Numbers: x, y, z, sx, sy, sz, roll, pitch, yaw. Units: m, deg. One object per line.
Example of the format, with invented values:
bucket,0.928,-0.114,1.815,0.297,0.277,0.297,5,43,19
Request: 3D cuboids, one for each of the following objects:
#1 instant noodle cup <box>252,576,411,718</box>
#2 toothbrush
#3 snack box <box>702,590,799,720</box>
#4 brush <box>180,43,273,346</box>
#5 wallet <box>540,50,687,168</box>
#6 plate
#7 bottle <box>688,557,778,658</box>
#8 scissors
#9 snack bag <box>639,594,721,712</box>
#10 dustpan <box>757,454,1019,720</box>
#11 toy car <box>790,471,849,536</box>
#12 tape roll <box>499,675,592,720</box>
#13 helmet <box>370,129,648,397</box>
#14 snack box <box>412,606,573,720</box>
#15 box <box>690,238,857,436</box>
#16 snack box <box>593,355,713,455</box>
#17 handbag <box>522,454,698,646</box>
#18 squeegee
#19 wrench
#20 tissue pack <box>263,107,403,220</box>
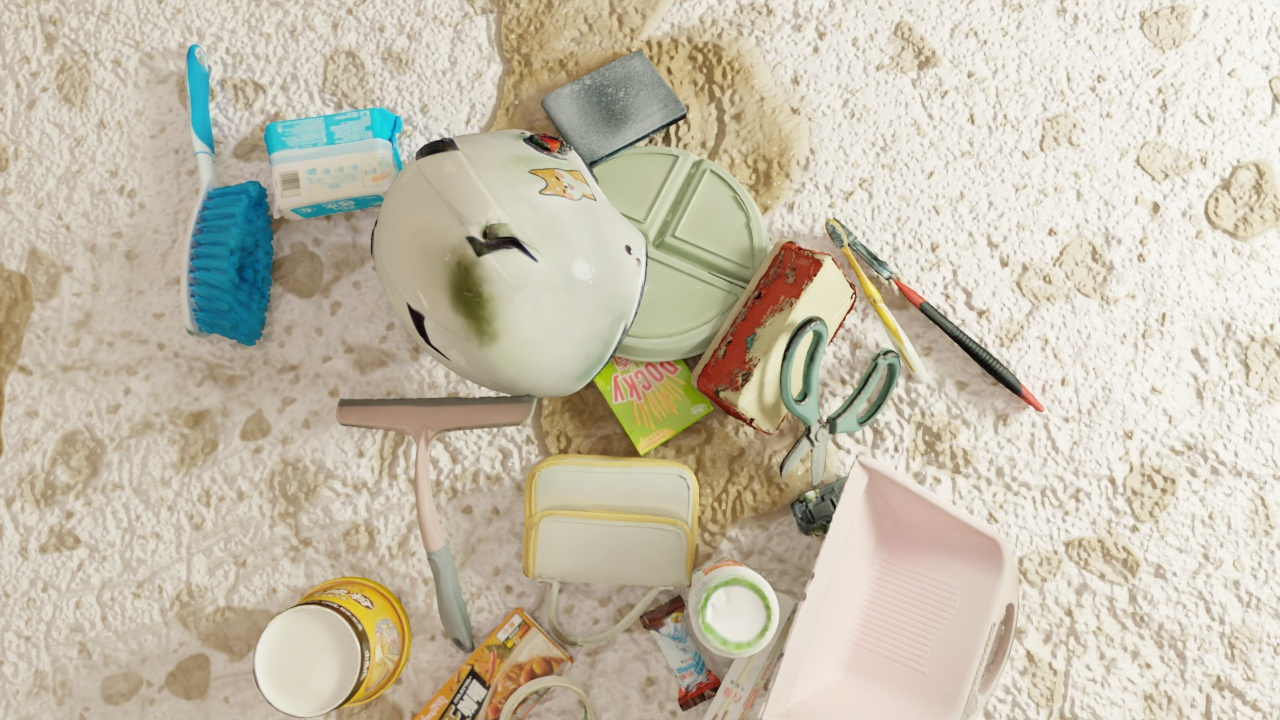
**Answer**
instant noodle cup,-0.279,0.259,0.822,0.118,0.114,0.118,0,82,2
toothbrush,0.225,-0.053,0.872,0.016,0.018,0.191,-28,105,23
snack box,0.097,0.283,0.827,0.027,0.084,0.156,27,83,21
brush,-0.416,-0.170,0.906,0.110,0.060,0.314,-1,83,24
wallet,-0.027,-0.251,0.918,0.121,0.019,0.097,-29,67,-6
plate,0.013,-0.110,0.888,0.230,0.027,0.230,0,71,1
bottle,0.072,0.203,0.782,0.068,0.197,0.068,0,82,0
scissors,0.187,0.030,0.855,0.180,0.019,0.170,-18,115,-31
snack bag,0.038,0.272,0.851,0.048,0.026,0.104,-24,103,-13
dustpan,0.236,0.219,0.777,0.139,0.273,0.222,18,86,28
toy car,0.186,0.134,0.871,0.090,0.034,0.043,-25,80,-4
tape roll,-0.087,0.332,0.842,0.085,0.014,0.086,-4,103,-19
helmet,-0.139,-0.089,0.804,0.274,0.156,0.230,47,112,18
snack box,-0.141,0.313,0.858,0.075,0.026,0.153,43,85,6
box,0.131,-0.020,0.851,0.076,0.091,0.168,27,82,43
snack box,-0.005,0.005,0.893,0.085,0.026,0.156,-31,83,-5
handbag,-0.029,0.180,0.859,0.163,0.063,0.178,2,86,3
squeegee,-0.185,0.158,0.844,0.248,0.040,0.249,-3,99,31
wrench,0.285,-0.044,0.887,0.273,0.056,0.016,42,104,1
tissue pack,-0.300,-0.193,0.905,0.140,0.063,0.090,-9,86,2
